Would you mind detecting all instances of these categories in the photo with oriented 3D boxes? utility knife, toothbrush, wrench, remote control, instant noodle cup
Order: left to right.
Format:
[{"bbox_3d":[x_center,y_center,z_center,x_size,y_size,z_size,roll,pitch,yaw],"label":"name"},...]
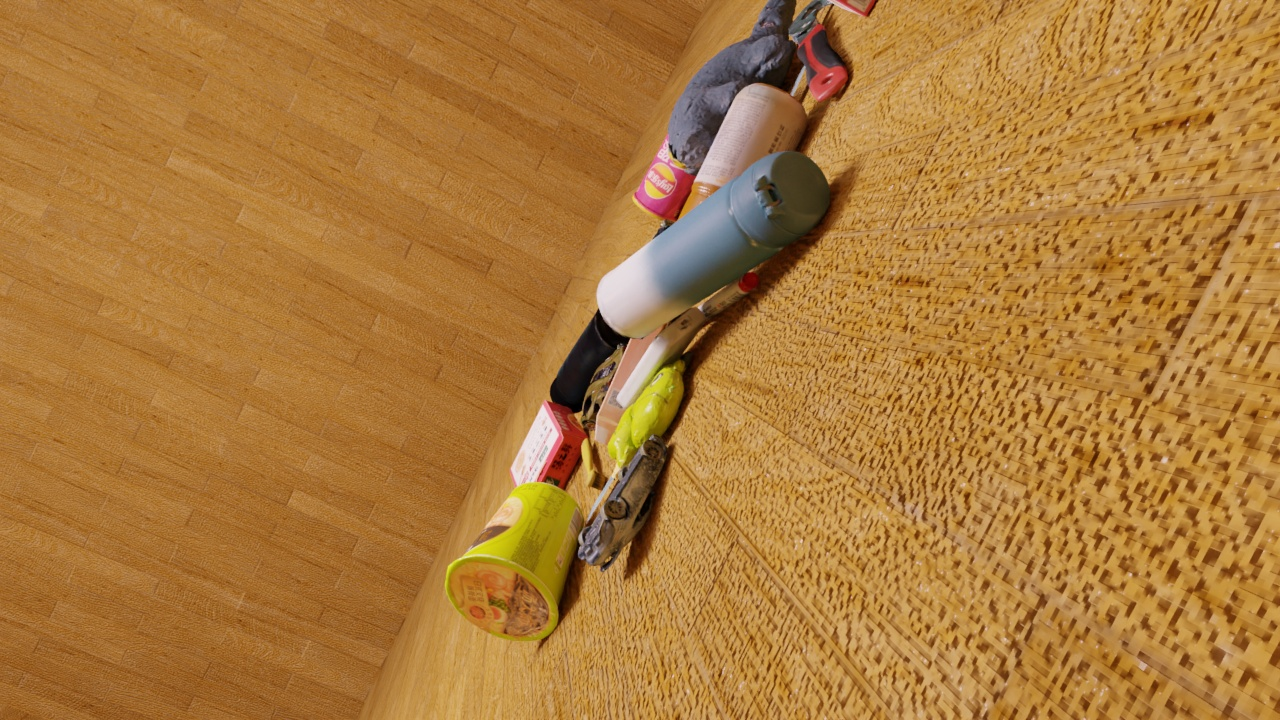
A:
[{"bbox_3d":[-0.111,0.184,0.879,0.112,0.111,0.123,-57,4,38],"label":"instant noodle cup"},{"bbox_3d":[-0.053,0.112,1.006,0.016,0.016,0.190,-65,8,3],"label":"toothbrush"},{"bbox_3d":[-0.002,0.072,0.845,0.030,0.021,0.205,-75,9,-67],"label":"utility knife"},{"bbox_3d":[0.016,0.000,0.824,0.055,0.020,0.136,-39,-9,-31],"label":"remote control"},{"bbox_3d":[0.118,-0.191,0.868,0.216,0.015,0.033,-65,10,-5],"label":"utility knife"},{"bbox_3d":[0.164,-0.291,0.846,0.056,0.016,0.272,-34,24,27],"label":"wrench"}]

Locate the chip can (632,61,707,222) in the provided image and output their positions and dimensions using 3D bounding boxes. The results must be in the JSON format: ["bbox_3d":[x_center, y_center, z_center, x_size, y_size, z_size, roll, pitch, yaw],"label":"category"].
[{"bbox_3d":[0.068,-0.293,1.244,0.211,0.071,0.071,-59,11,26],"label":"chip can"}]

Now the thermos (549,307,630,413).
[{"bbox_3d":[-0.053,-0.006,1.169,0.089,0.068,0.243,-50,1,-28],"label":"thermos"}]

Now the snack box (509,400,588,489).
[{"bbox_3d":[-0.117,0.127,1.177,0.113,0.044,0.127,-62,24,11],"label":"snack box"}]

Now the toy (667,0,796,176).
[{"bbox_3d":[0.092,-0.273,0.960,0.355,0.091,0.138,-61,5,-38],"label":"toy"}]

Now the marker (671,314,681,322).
[{"bbox_3d":[0.017,0.004,0.910,0.018,0.015,0.123,106,-172,-65],"label":"marker"}]

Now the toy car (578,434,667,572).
[{"bbox_3d":[-0.010,0.109,0.715,0.054,0.037,0.120,-55,3,46],"label":"toy car"}]

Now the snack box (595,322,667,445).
[{"bbox_3d":[-0.006,0.005,0.937,0.085,0.026,0.157,103,-170,-70],"label":"snack box"}]

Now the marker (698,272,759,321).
[{"bbox_3d":[0.066,-0.049,0.772,0.017,0.017,0.145,-67,10,-16],"label":"marker"}]

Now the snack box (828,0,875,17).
[{"bbox_3d":[0.147,-0.356,0.808,0.044,0.127,0.113,-60,11,23],"label":"snack box"}]

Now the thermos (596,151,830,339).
[{"bbox_3d":[0.051,-0.083,0.699,0.221,0.070,0.070,-30,32,49],"label":"thermos"}]

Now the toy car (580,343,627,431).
[{"bbox_3d":[-0.039,0.035,1.059,0.070,0.042,0.158,-69,8,-29],"label":"toy car"}]

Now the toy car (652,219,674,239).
[{"bbox_3d":[0.027,-0.140,1.183,0.049,0.031,0.105,-57,10,40],"label":"toy car"}]

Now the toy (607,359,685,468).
[{"bbox_3d":[0.007,0.048,0.787,0.100,0.031,0.096,-36,28,60],"label":"toy"}]

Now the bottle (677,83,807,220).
[{"bbox_3d":[0.078,-0.144,0.799,0.189,0.068,0.068,-64,9,1],"label":"bottle"}]
